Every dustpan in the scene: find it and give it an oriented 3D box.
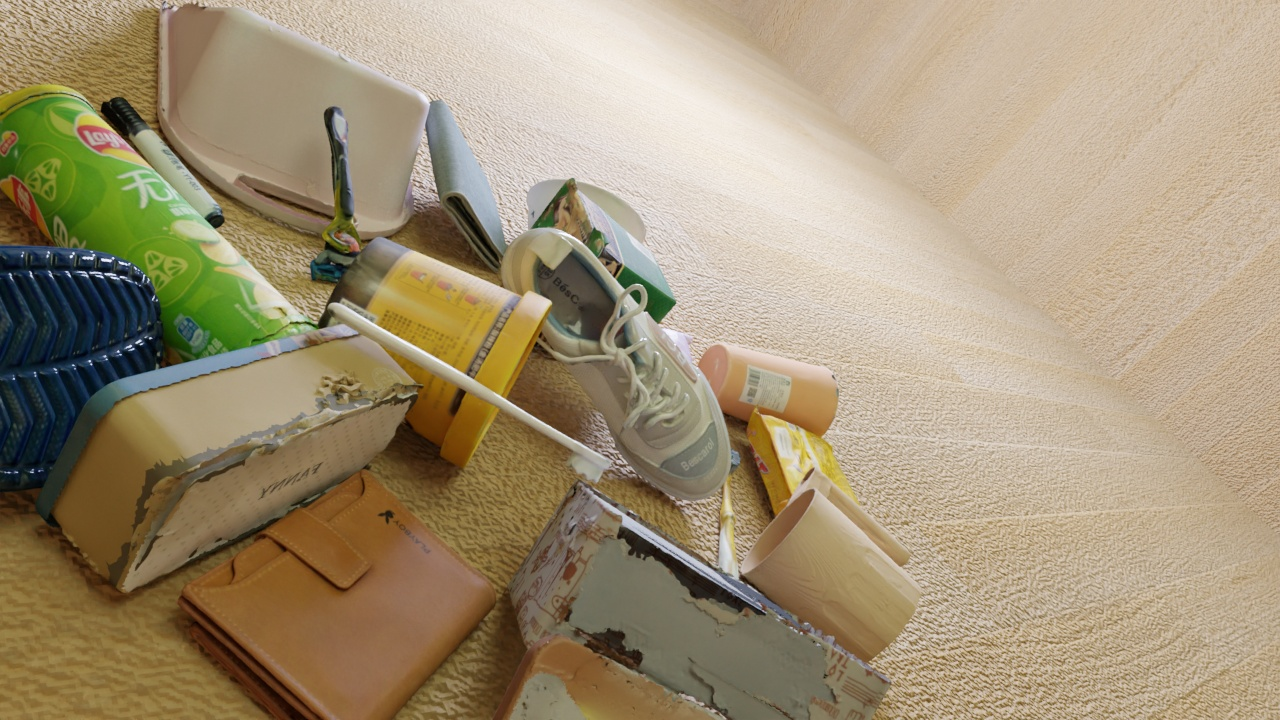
[{"bbox_3d":[-0.300,-0.196,0.775,0.222,0.139,0.274,18,5,-33],"label":"dustpan"}]

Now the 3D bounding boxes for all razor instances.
[{"bbox_3d":[-0.219,-0.124,0.672,0.042,0.022,0.142,10,67,-48],"label":"razor"}]

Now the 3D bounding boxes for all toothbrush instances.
[{"bbox_3d":[-0.092,0.020,0.505,0.180,0.016,0.016,33,-7,-21],"label":"toothbrush"},{"bbox_3d":[0.070,0.125,0.709,0.016,0.018,0.191,28,28,-10],"label":"toothbrush"}]

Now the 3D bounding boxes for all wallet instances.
[{"bbox_3d":[-0.140,0.117,0.448,0.108,0.031,0.131,42,25,4],"label":"wallet"},{"bbox_3d":[-0.157,-0.150,0.808,0.107,0.037,0.129,63,6,-52],"label":"wallet"}]

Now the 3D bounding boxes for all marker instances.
[{"bbox_3d":[-0.329,-0.136,0.630,0.130,0.018,0.022,46,36,17],"label":"marker"}]

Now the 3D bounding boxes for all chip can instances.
[{"bbox_3d":[-0.274,-0.060,0.514,0.221,0.073,0.072,42,27,8],"label":"chip can"}]

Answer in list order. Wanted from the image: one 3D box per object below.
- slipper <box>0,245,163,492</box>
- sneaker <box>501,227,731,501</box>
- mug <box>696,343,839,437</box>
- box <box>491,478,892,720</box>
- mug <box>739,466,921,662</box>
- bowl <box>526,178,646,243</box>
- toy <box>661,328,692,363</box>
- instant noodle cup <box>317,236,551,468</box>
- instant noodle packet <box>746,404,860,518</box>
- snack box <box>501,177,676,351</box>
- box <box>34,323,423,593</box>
[{"bbox_3d":[-0.306,0.004,0.358,0.095,0.105,0.252,1,3,17],"label":"slipper"},{"bbox_3d":[-0.004,0.004,0.655,0.242,0.089,0.091,52,-13,-14],"label":"sneaker"},{"bbox_3d":[0.116,0.028,0.866,0.122,0.078,0.078,17,33,-27],"label":"mug"},{"bbox_3d":[0.002,0.189,0.468,0.180,0.157,0.226,31,69,-12],"label":"box"},{"bbox_3d":[0.147,0.149,0.686,0.103,0.084,0.124,41,39,3],"label":"mug"},{"bbox_3d":[-0.060,-0.108,0.853,0.118,0.119,0.064,27,67,-21],"label":"bowl"},{"bbox_3d":[0.019,0.004,0.818,0.083,0.039,0.107,10,40,-20],"label":"toy"},{"bbox_3d":[-0.132,-0.010,0.572,0.114,0.119,0.118,27,27,-5],"label":"instant noodle cup"},{"bbox_3d":[0.143,0.105,0.805,0.110,0.044,0.128,29,31,-32],"label":"instant noodle packet"},{"bbox_3d":[-0.038,-0.065,0.774,0.105,0.118,0.118,24,28,-34],"label":"snack box"},{"bbox_3d":[-0.189,0.040,0.439,0.059,0.090,0.184,44,22,10],"label":"box"}]
